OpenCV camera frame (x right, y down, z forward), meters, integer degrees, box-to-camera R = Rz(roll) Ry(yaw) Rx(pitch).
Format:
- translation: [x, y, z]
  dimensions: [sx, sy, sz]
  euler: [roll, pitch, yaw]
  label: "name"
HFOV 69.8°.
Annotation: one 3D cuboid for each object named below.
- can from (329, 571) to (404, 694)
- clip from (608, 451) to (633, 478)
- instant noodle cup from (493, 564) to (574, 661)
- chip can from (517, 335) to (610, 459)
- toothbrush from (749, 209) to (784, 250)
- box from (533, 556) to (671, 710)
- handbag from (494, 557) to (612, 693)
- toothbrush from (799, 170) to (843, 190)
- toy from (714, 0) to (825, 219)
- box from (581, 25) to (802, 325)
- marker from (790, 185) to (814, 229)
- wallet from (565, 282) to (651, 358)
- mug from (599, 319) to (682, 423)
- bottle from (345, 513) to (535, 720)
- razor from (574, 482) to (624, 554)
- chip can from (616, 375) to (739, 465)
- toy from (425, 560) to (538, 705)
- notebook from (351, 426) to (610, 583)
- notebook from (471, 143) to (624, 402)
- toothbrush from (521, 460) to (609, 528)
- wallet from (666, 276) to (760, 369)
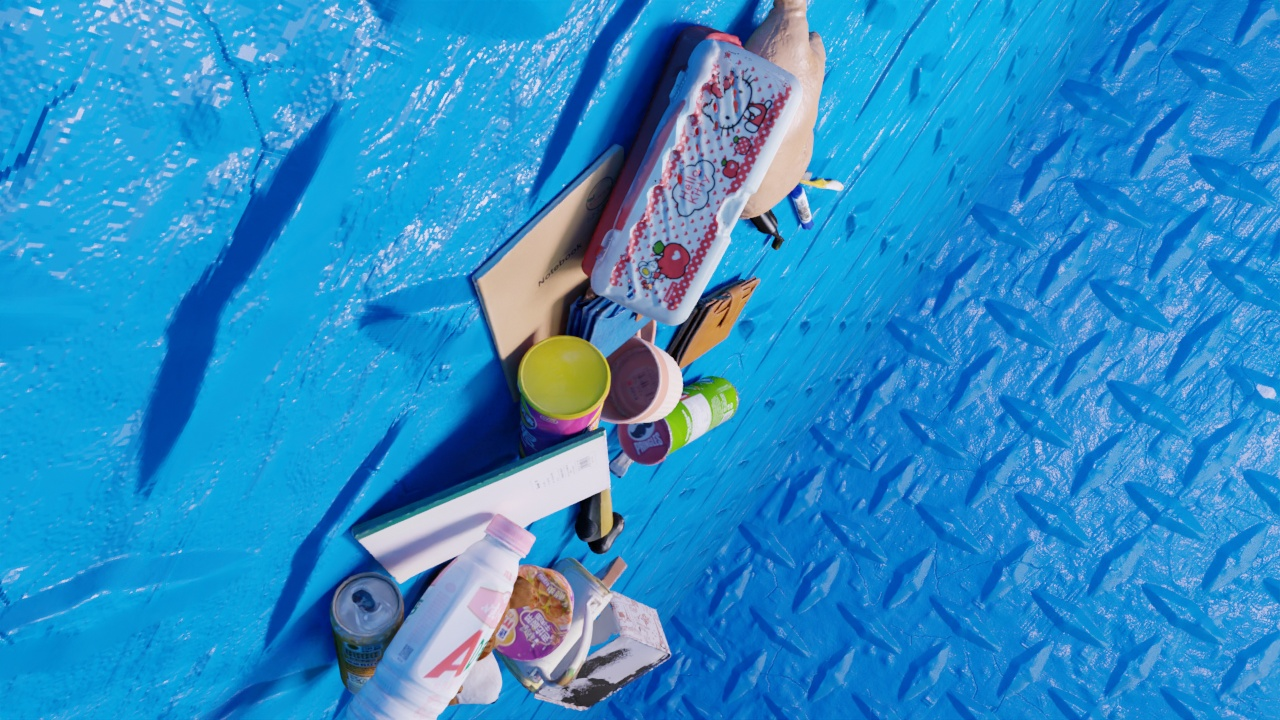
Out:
- translation: [-0.232, 0.238, 0.786]
  dimensions: [0.058, 0.058, 0.146]
  euler: [-40, 160, -35]
  label: "can"
- translation: [-0.018, 0.127, 1.188]
  dimensions: [0.056, 0.024, 0.028]
  euler: [-45, 166, -36]
  label: "clip"
- translation: [-0.129, 0.302, 1.121]
  dimensions: [0.111, 0.111, 0.099]
  euler: [-52, 170, -1]
  label: "instant noodle cup"
- translation: [-0.071, 0.060, 0.798]
  dimensions: [0.071, 0.071, 0.211]
  euler: [-44, 166, -25]
  label: "chip can"
- translation: [0.141, -0.153, 1.027]
  dimensions: [0.027, 0.026, 0.212]
  euler: [-66, 163, 2]
  label: "toothbrush"
- translation: [-0.084, 0.387, 1.347]
  dimensions: [0.182, 0.168, 0.150]
  euler: [-36, 135, 14]
  label: "box"
- translation: [-0.108, 0.349, 1.196]
  dimensions: [0.163, 0.063, 0.179]
  euler: [-49, -159, -11]
  label: "handbag"
- translation: [0.223, -0.221, 1.125]
  dimensions: [0.191, 0.016, 0.018]
  euler: [-16, 132, -62]
  label: "toothbrush"
- translation: [0.100, -0.205, 0.732]
  dimensions: [0.226, 0.082, 0.143]
  euler: [82, 33, -65]
  label: "toy"
- translation: [0.038, -0.125, 0.659]
  dimensions: [0.095, 0.099, 0.202]
  euler: [-28, 148, -60]
  label: "box"
- translation: [0.199, -0.187, 1.128]
  dimensions: [0.017, 0.017, 0.145]
  euler: [-53, 163, 3]
  label: "marker"
- translation: [-0.011, -0.048, 0.793]
  dimensions: [0.132, 0.040, 0.107]
  euler: [-42, 165, -33]
  label: "wallet"
- translation: [-0.005, 0.005, 0.894]
  dimensions: [0.106, 0.082, 0.114]
  euler: [18, 79, -74]
  label: "mug"
- translation: [-0.155, 0.217, 0.743]
  dimensions: [0.196, 0.068, 0.068]
  euler: [-57, 165, -13]
  label: "bottle"
- translation: [-0.052, 0.190, 1.182]
  dimensions: [0.067, 0.062, 0.168]
  euler: [-13, 146, -12]
  label: "razor"
- translation: [0.055, 0.072, 1.183]
  dimensions: [0.072, 0.072, 0.235]
  euler: [-59, 163, 22]
  label: "chip can"
- translation: [-0.184, 0.293, 0.940]
  dimensions: [0.200, 0.130, 0.139]
  euler: [-51, 172, 30]
  label: "toy"
- translation: [-0.123, 0.124, 0.774]
  dimensions: [0.209, 0.012, 0.150]
  euler: [-22, 156, -10]
  label: "notebook"
- translation: [-0.061, -0.059, 0.716]
  dimensions: [0.147, 0.008, 0.208]
  euler: [-46, 163, -19]
  label: "notebook"
- translation: [-0.099, 0.148, 1.011]
  dimensions: [0.027, 0.026, 0.220]
  euler: [-16, -173, 36]
  label: "toothbrush"
- translation: [0.087, -0.051, 1.093]
  dimensions: [0.130, 0.035, 0.119]
  euler: [-32, 160, -51]
  label: "wallet"
